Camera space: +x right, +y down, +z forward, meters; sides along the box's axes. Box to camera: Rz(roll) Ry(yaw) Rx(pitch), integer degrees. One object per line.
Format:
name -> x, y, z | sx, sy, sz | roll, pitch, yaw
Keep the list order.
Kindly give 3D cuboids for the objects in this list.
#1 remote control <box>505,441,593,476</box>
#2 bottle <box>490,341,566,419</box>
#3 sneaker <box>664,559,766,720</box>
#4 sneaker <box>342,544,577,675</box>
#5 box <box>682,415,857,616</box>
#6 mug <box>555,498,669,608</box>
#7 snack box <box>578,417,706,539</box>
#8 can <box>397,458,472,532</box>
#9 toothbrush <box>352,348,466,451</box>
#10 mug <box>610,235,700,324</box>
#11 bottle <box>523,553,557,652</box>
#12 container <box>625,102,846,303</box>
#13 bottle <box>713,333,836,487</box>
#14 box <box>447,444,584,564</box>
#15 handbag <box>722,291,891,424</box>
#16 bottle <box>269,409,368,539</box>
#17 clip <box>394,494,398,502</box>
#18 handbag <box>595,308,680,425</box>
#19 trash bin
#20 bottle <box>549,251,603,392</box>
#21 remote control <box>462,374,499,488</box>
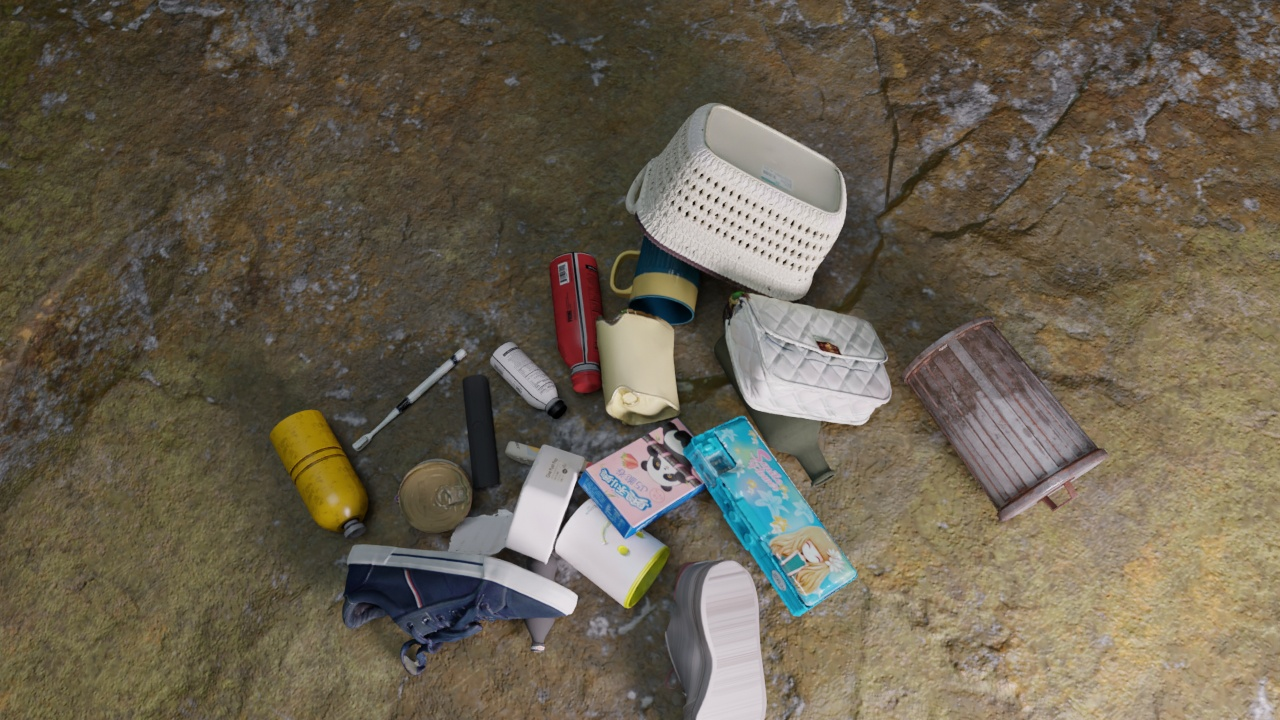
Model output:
remote control -> -0.104, 0.123, 1.113 | 0.126, 0.038, 0.018 | 13, 71, 11
bottle -> -0.138, 0.028, 1.150 | 0.041, 0.041, 0.116 | -44, 71, -9
sneaker -> 0.072, 0.329, 1.003 | 0.099, 0.090, 0.236 | 2, 89, -27
sneaker -> -0.211, 0.283, 1.019 | 0.295, 0.121, 0.127 | -1, 62, 23
box -> 0.146, 0.171, 1.043 | 0.094, 0.040, 0.226 | -20, 67, -37
mug -> -0.032, 0.218, 1.048 | 0.106, 0.082, 0.082 | 34, 78, 18
snack box -> 0.014, 0.133, 1.058 | 0.153, 0.033, 0.088 | -25, 65, -38
can -> -0.245, 0.161, 1.100 | 0.086, 0.043, 0.086 | 0, 90, -8
toothbrush -> -0.295, 0.050, 1.175 | 0.186, 0.017, 0.012 | -43, 91, -9
mug -> 0.020, -0.111, 1.158 | 0.114, 0.083, 0.107 | 5, 71, 15
bottle -> -0.116, 0.279, 1.061 | 0.036, 0.036, 0.109 | -1, 71, 7
container -> 0.124, -0.188, 1.091 | 0.251, 0.144, 0.184 | 24, 46, -11
bottle -> 0.164, 0.053, 1.087 | 0.071, 0.071, 0.206 | -28, 70, -3
box -> -0.136, 0.183, 1.062 | 0.101, 0.111, 0.189 | 39, 114, -8
handbag -> 0.196, -0.007, 1.049 | 0.194, 0.073, 0.138 | 9, 52, -29
bottle -> -0.387, 0.146, 1.126 | 0.071, 0.071, 0.163 | -35, 70, -6
clip -> -0.280, 0.159, 1.131 | 0.051, 0.033, 0.013 | -34, 69, -5
handbag -> -0.007, 0.006, 1.104 | 0.081, 0.111, 0.119 | -15, 67, 24
trash bin -> 0.404, 0.070, 1.020 | 0.131, 0.131, 0.211 | -30, 68, -4
bottle -> -0.076, -0.046, 1.157 | 0.062, 0.062, 0.176 | -9, 70, 4
remote control -> -0.201, 0.089, 1.150 | 0.033, 0.015, 0.146 | -11, 70, 3
